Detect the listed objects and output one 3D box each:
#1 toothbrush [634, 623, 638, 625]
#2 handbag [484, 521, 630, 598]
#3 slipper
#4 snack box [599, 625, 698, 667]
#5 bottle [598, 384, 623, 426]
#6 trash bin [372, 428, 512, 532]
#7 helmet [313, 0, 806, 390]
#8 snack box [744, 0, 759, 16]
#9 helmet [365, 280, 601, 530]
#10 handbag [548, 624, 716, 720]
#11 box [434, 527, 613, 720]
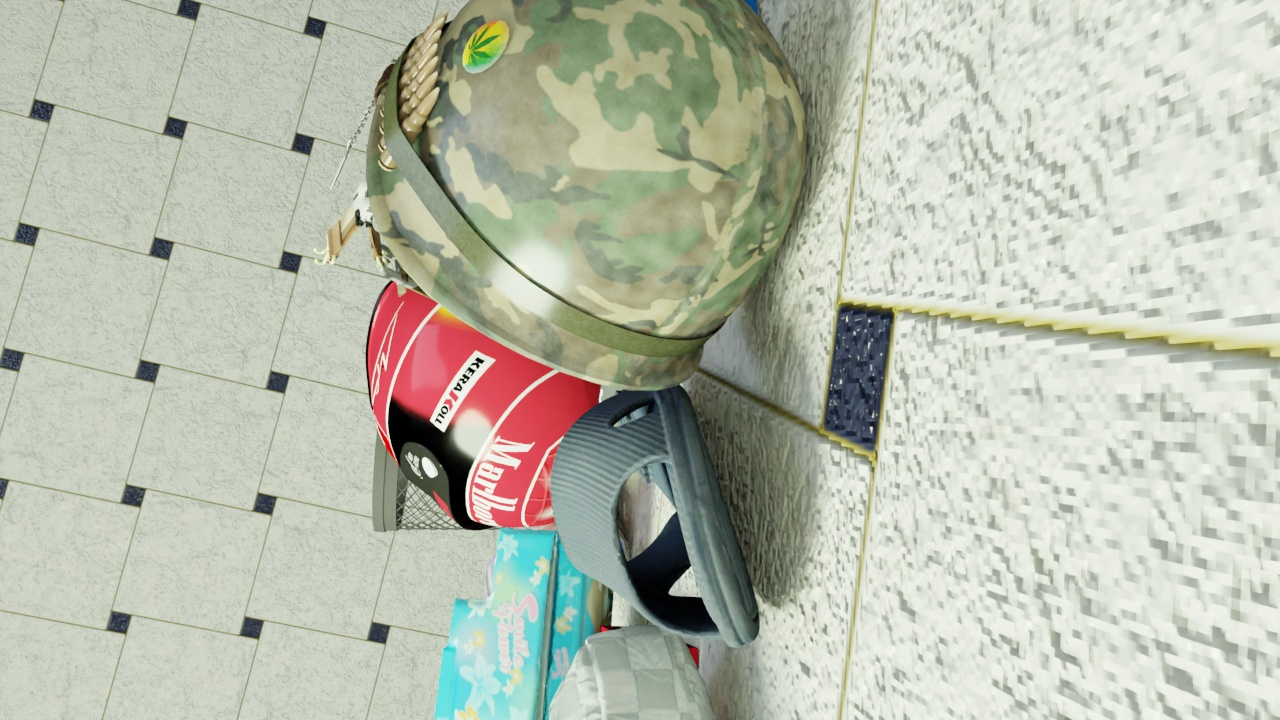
[{"bbox_3d":[-0.017,0.271,0.682,0.016,0.017,0.189,-106,23,-64],"label":"toothbrush"},{"bbox_3d":[-0.074,0.171,0.800,0.126,0.069,0.158,-44,9,-5],"label":"handbag"},{"bbox_3d":[-0.005,0.061,0.468,0.263,0.082,0.101,-116,9,-77],"label":"slipper"},{"bbox_3d":[-0.002,0.246,0.557,0.133,0.036,0.152,135,139,-74],"label":"snack box"},{"bbox_3d":[-0.004,0.004,0.666,0.047,0.047,0.112,-122,38,-74],"label":"bottle"},{"bbox_3d":[-0.172,0.091,1.043,0.218,0.227,0.217,-176,91,-80],"label":"trash bin"},{"bbox_3d":[-0.035,-0.085,0.446,0.237,0.192,0.224,-55,46,29],"label":"helmet"},{"bbox_3d":[0.041,-0.200,0.555,0.088,0.033,0.153,109,163,-55],"label":"snack box"},{"bbox_3d":[-0.115,0.036,0.790,0.224,0.197,0.272,45,139,24],"label":"helmet"},{"bbox_3d":[-0.016,0.212,0.408,0.171,0.123,0.113,-104,15,-46],"label":"handbag"},{"bbox_3d":[-0.087,0.235,0.655,0.097,0.117,0.226,63,-150,-73],"label":"box"}]
